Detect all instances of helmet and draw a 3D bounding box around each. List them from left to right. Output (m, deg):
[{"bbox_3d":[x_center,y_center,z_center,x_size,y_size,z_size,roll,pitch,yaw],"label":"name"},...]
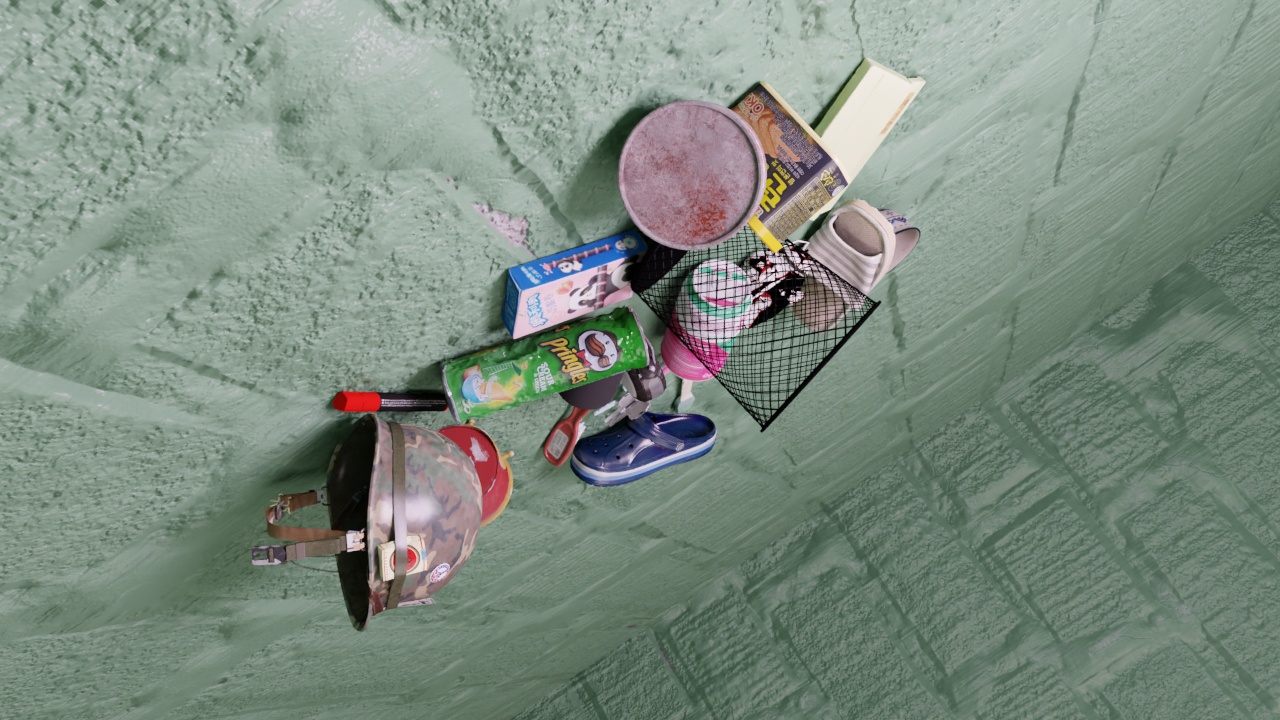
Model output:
[{"bbox_3d":[-0.288,0.171,0.965,0.236,0.193,0.224,19,87,-31],"label":"helmet"}]

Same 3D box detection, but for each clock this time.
[{"bbox_3d":[-0.232,0.150,1.110,0.158,0.117,0.081,-48,158,-17],"label":"clock"},{"bbox_3d":[-0.007,0.007,1.159,0.043,0.091,0.123,-29,153,-11],"label":"clock"},{"bbox_3d":[0.172,-0.100,1.211,0.114,0.065,0.155,-14,151,-38],"label":"clock"}]

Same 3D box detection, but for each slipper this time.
[{"bbox_3d":[0.005,0.114,1.394,0.252,0.105,0.095,-12,124,-31],"label":"slipper"},{"bbox_3d":[0.263,-0.115,1.254,0.053,0.114,0.273,-46,167,-26],"label":"slipper"}]

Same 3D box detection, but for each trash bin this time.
[{"bbox_3d":[0.113,-0.062,0.980,0.184,0.210,0.184,-46,172,-9],"label":"trash bin"}]

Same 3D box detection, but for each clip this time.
[{"bbox_3d":[-0.011,0.056,1.270,0.101,0.041,0.054,-40,-176,3],"label":"clip"}]

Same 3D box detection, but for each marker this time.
[{"bbox_3d":[-0.265,0.045,0.994,0.024,0.021,0.144,-17,168,33],"label":"marker"}]

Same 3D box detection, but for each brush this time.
[{"bbox_3d":[-0.092,0.087,1.285,0.030,0.041,0.173,-35,162,-46],"label":"brush"},{"bbox_3d":[0.072,0.035,1.408,0.033,0.012,0.218,-28,159,-13],"label":"brush"}]

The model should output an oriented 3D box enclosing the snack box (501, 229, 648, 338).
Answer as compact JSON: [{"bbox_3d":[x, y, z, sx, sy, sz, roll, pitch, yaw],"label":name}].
[{"bbox_3d":[-0.071,-0.081,0.977,0.153,0.033,0.088,-21,155,-26],"label":"snack box"}]

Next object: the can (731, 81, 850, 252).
[{"bbox_3d":[0.124,-0.189,0.894,0.101,0.130,0.072,-41,156,12],"label":"can"}]

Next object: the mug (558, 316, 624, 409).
[{"bbox_3d":[-0.075,0.003,1.100,0.113,0.078,0.088,5,144,-15],"label":"mug"}]

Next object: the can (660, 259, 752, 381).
[{"bbox_3d":[0.083,-0.048,1.169,0.088,0.088,0.166,-22,155,-24],"label":"can"}]

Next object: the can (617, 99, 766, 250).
[{"bbox_3d":[0.047,-0.167,0.828,0.130,0.130,0.044,-41,-177,18],"label":"can"}]

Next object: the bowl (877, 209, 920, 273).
[{"bbox_3d":[0.327,-0.166,1.288,0.115,0.059,0.116,-27,156,-13],"label":"bowl"}]

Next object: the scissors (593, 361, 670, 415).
[{"bbox_3d":[-0.007,0.046,1.305,0.170,0.014,0.168,-33,166,-33],"label":"scissors"}]

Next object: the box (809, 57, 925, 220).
[{"bbox_3d":[0.239,-0.241,1.033,0.140,0.048,0.188,-8,141,-50],"label":"box"}]

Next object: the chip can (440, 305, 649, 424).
[{"bbox_3d":[-0.106,0.004,1.004,0.223,0.075,0.075,-17,154,-10],"label":"chip can"}]
